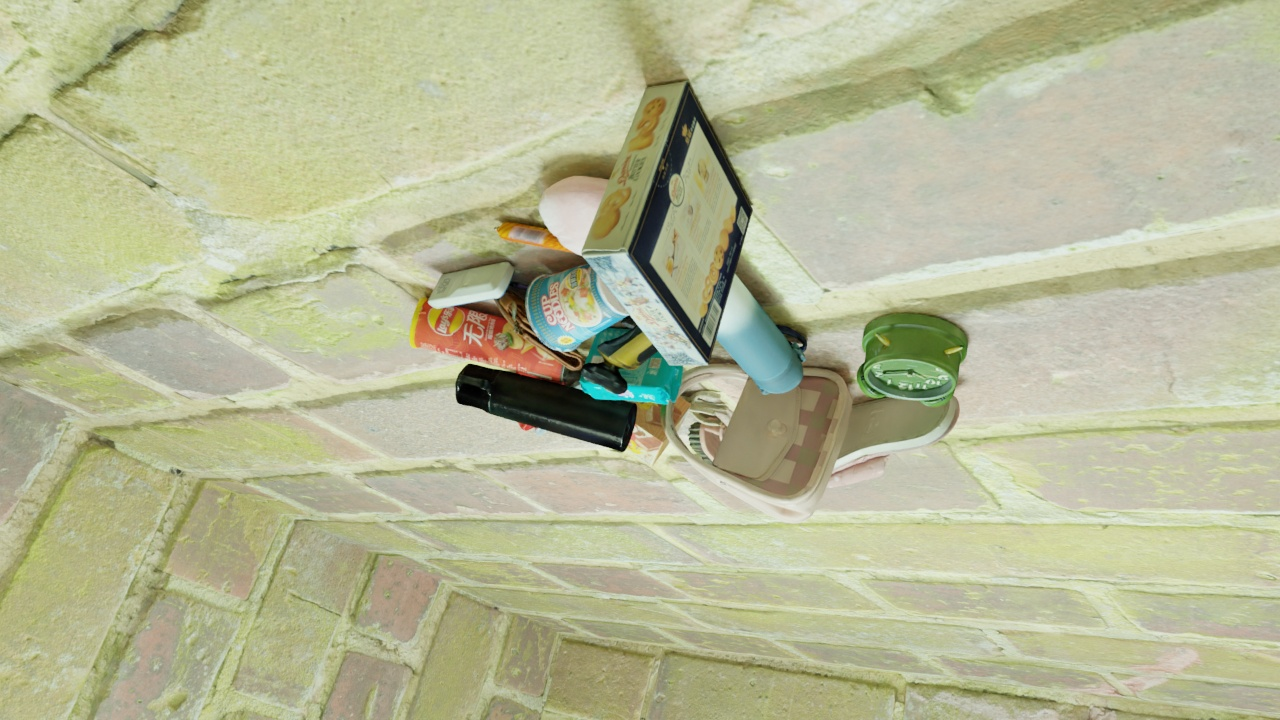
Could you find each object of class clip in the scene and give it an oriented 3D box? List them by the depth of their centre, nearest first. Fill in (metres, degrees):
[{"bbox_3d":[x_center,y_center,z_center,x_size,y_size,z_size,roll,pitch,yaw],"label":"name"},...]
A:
[{"bbox_3d":[0.082,0.073,1.345,0.104,0.034,0.086,-4,148,43],"label":"clip"}]

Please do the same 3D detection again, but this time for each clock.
[{"bbox_3d":[0.311,0.007,1.058,0.116,0.056,0.161,10,155,13],"label":"clock"}]

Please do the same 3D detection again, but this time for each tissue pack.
[{"bbox_3d":[-0.007,0.007,1.188,0.134,0.093,0.050,4,149,22],"label":"tissue pack"}]

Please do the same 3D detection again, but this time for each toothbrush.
[{"bbox_3d":[-0.083,-0.070,1.162,0.189,0.016,0.014,17,155,-1],"label":"toothbrush"}]

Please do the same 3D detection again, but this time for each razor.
[{"bbox_3d":[0.005,-0.019,1.104,0.168,0.067,0.062,-37,155,18],"label":"razor"}]

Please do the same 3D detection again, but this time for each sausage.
[{"bbox_3d":[-0.085,-0.133,1.025,0.165,0.021,0.021,11,155,8],"label":"sausage"}]

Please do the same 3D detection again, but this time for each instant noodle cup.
[{"bbox_3d":[-0.062,-0.072,1.068,0.110,0.099,0.099,-21,138,39],"label":"instant noodle cup"}]

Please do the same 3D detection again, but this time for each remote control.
[{"bbox_3d":[-0.211,-0.095,1.141,0.125,0.048,0.024,-7,140,37],"label":"remote control"}]

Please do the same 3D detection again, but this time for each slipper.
[{"bbox_3d":[0.304,0.107,1.207,0.054,0.113,0.275,40,140,-20],"label":"slipper"}]

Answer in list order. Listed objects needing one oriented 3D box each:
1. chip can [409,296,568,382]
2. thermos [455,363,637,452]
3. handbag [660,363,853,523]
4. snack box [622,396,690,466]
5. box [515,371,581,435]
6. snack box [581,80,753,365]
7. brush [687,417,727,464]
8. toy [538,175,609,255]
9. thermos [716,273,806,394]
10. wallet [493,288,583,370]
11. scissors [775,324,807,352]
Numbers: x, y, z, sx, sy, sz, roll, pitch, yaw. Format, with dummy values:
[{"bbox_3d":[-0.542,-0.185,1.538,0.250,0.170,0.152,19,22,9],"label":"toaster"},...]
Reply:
[{"bbox_3d":[-0.201,-0.027,1.246,0.216,0.073,0.073,14,155,2],"label":"chip can"},{"bbox_3d":[-0.131,0.061,1.237,0.242,0.068,0.090,14,175,10],"label":"thermos"},{"bbox_3d":[0.140,0.085,1.179,0.234,0.192,0.093,19,155,15],"label":"handbag"},{"bbox_3d":[0.006,0.083,1.317,0.094,0.076,0.093,34,151,8],"label":"snack box"},{"bbox_3d":[-0.132,0.039,1.385,0.095,0.100,0.202,57,152,8],"label":"box"},{"bbox_3d":[0.033,-0.116,0.811,0.046,0.177,0.182,3,152,31],"label":"snack box"},{"bbox_3d":[0.129,0.134,1.412,0.073,0.063,0.145,2,151,33],"label":"brush"},{"bbox_3d":[-0.027,-0.144,0.931,0.160,0.054,0.121,1,153,34],"label":"toy"},{"bbox_3d":[0.118,-0.039,1.045,0.070,0.070,0.220,-6,144,37],"label":"thermos"},{"bbox_3d":[-0.137,-0.047,1.141,0.119,0.035,0.130,41,-176,-37],"label":"wallet"},{"bbox_3d":[0.132,-0.044,1.102,0.163,0.012,0.162,13,154,8],"label":"scissors"}]
